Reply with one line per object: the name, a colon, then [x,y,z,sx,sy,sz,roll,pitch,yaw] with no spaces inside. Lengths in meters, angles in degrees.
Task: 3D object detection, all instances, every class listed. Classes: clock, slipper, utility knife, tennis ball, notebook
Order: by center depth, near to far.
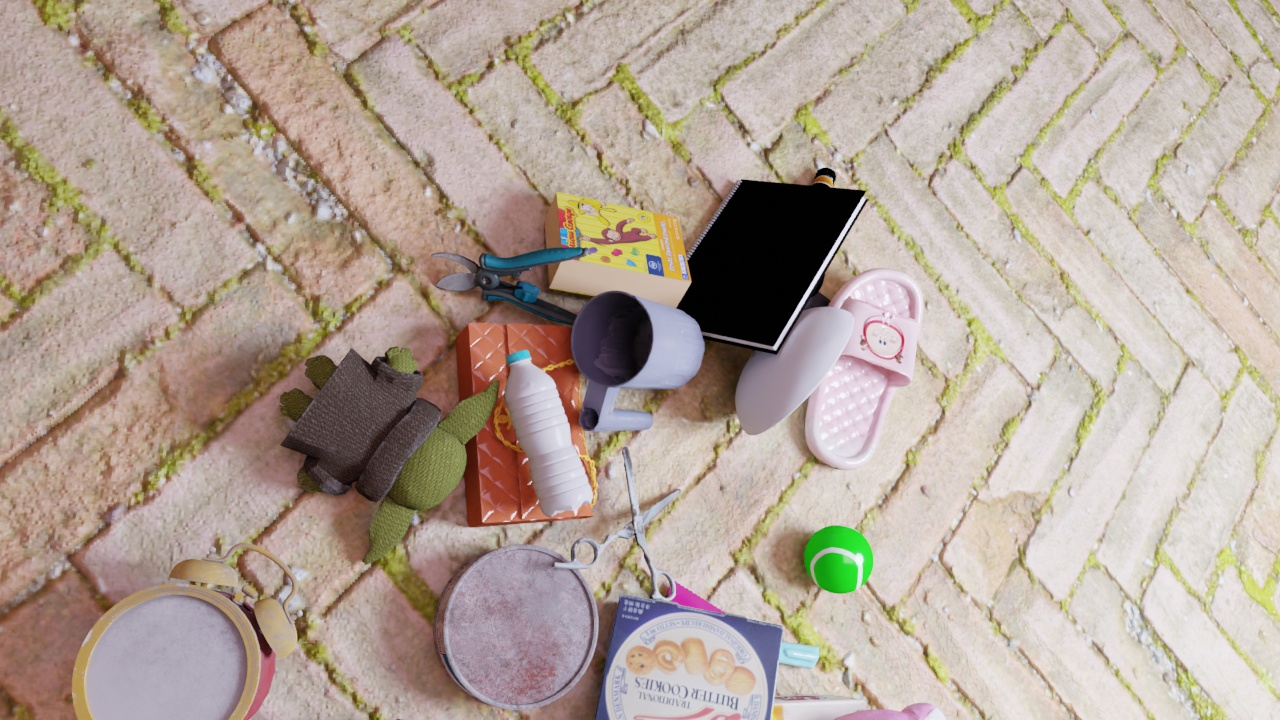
clock: [-0.313,0.206,0.655,0.117,0.081,0.158,35,74,2]
utility knife: [0.093,0.263,0.850,0.165,0.015,0.022,15,65,-16]
tennis ball: [0.191,0.191,0.884,0.065,0.065,0.065,6,73,-21]
notebook: [0.113,-0.100,0.902,0.206,0.149,0.016,-56,140,-25]
slipper: [0.231,0.006,0.948,0.106,0.056,0.221,23,79,-11]

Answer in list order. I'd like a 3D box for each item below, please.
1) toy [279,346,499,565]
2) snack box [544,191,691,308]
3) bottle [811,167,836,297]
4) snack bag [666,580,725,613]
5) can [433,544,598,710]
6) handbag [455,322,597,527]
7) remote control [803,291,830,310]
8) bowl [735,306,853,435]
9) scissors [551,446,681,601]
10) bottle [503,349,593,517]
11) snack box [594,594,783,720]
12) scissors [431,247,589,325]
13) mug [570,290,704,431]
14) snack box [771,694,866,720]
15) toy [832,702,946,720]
toy: [-0.213,0.059,0.741,0.152,0.078,0.179,36,89,-15]
snack box: [-0.023,-0.104,0.872,0.125,0.040,0.088,9,49,-21]
bottle: [0.180,-0.144,0.973,0.059,0.059,0.181,33,50,-11]
snack bag: [0.012,0.295,0.801,0.070,0.016,0.196,32,66,0]
can: [-0.103,0.220,0.762,0.129,0.044,0.129,6,73,-21]
handbag: [-0.097,0.054,0.807,0.108,0.060,0.171,0,75,-27]
remote control: [0.190,-0.057,0.982,0.147,0.015,0.033,35,65,-11]
bowl: [0.134,0.000,0.867,0.043,0.150,0.149,39,64,-7]
scissors: [-0.012,0.155,0.811,0.174,0.014,0.141,-23,90,-46]
bottle: [-0.080,0.058,0.753,0.044,0.044,0.136,-17,85,-26]
snack box: [0.039,0.283,0.769,0.144,0.043,0.144,10,62,4]
scissors: [-0.105,-0.075,0.815,0.155,0.125,0.019,32,37,-18]
mug: [-0.005,0.005,0.827,0.103,0.084,0.124,8,97,-60]
snack box: [0.140,0.416,0.801,0.110,0.062,0.230,7,73,-21]
toy: [0.170,0.369,0.728,0.128,0.187,0.264,18,37,21]
